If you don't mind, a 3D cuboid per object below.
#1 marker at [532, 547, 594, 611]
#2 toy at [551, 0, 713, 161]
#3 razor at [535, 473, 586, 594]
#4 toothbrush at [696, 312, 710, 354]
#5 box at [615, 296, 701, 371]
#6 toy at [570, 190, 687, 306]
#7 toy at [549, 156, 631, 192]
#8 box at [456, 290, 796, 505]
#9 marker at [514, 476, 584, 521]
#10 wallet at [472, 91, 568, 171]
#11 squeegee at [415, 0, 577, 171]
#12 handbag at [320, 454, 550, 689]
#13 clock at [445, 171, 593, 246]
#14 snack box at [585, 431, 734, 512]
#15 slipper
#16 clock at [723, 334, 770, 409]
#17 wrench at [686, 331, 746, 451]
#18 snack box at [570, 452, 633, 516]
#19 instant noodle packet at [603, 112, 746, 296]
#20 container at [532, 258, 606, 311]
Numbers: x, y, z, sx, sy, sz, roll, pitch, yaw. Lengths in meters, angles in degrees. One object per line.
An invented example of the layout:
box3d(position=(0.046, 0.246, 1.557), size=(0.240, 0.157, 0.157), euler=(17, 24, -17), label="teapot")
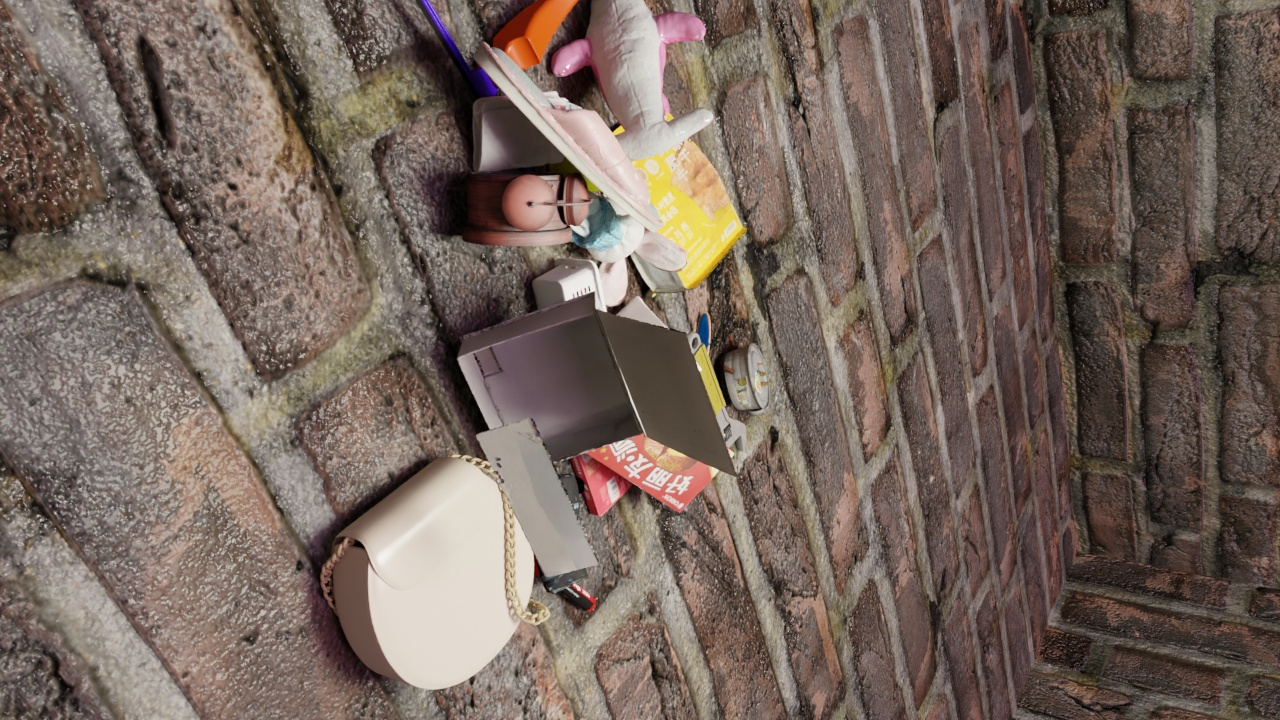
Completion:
box3d(position=(-0.100, 0.277, 1.150), size=(0.145, 0.021, 0.023), euler=(50, 48, -41), label="marker")
box3d(position=(-0.004, -0.342, 1.112), size=(0.128, 0.187, 0.265), euler=(60, 17, -63), label="toy")
box3d(position=(-0.089, 0.206, 1.090), size=(0.053, 0.064, 0.140), euler=(-1, 98, -67), label="razor")
box3d(position=(0.093, -0.005, 1.365), size=(0.017, 0.021, 0.135), euler=(-20, 112, -65), label="toothbrush")
box3d(position=(-0.005, 0.014, 1.194), size=(0.137, 0.124, 0.109), euler=(-42, 134, 4), label="box")
box3d(position=(-0.046, -0.158, 1.114), size=(0.205, 0.131, 0.105), euler=(33, 29, -59), label="toy")
box3d(position=(-0.058, -0.238, 1.110), size=(0.109, 0.051, 0.090), euler=(11, 79, -27), label="toy")
box3d(position=(-0.018, 0.032, 0.945), size=(0.149, 0.370, 0.167), euler=(-44, 123, -40), label="box")
box3d(position=(-0.113, 0.169, 1.119), size=(0.125, 0.025, 0.025), euler=(-19, 108, -49), label="marker")
box3d(position=(-0.130, -0.251, 1.016), size=(0.116, 0.032, 0.086), euler=(-21, 129, -34), label="wallet")
box3d(position=(-0.131, -0.352, 1.017), size=(0.184, 0.055, 0.250), euler=(-52, 141, -17), label="squeegee")
box3d(position=(-0.203, 0.224, 0.951), size=(0.210, 0.104, 0.209), euler=(-40, 120, -43), label="handbag")
box3d(position=(-0.120, -0.163, 0.972), size=(0.120, 0.158, 0.072), euler=(-16, 112, -50), label="clock")
box3d(position=(0.013, 0.100, 1.168), size=(0.113, 0.060, 0.236), euler=(-47, 136, 4), label="snack box")
box3d(position=(-0.063, -0.238, 0.970), size=(0.054, 0.114, 0.274), euler=(-45, 119, 7), label="slipper")
box3d(position=(0.171, 0.038, 1.417), size=(0.103, 0.056, 0.148), euler=(-76, 148, -50), label="clock")
box3d(position=(0.111, 0.058, 1.372), size=(0.083, 0.018, 0.274), euler=(-53, 138, -32), label="wrench")
box3d(position=(-0.051, 0.124, 1.195), size=(0.089, 0.021, 0.133), euler=(-41, 124, -41), label="snack box")
box3d(position=(0.031, -0.221, 1.231), size=(0.162, 0.084, 0.221), euler=(-48, 117, -36), label="instant noodle packet")
box3d(position=(-0.083, -0.053, 1.096), size=(0.049, 0.081, 0.129), euler=(-24, 113, -36), label="container")
